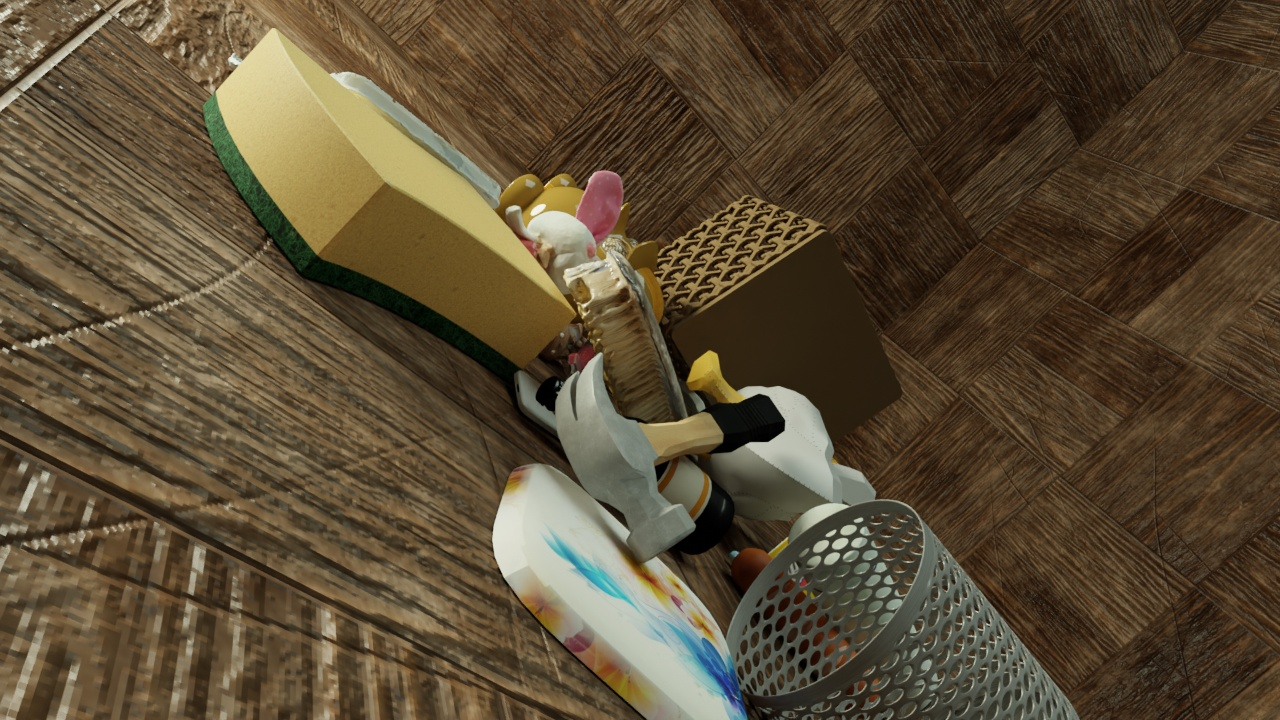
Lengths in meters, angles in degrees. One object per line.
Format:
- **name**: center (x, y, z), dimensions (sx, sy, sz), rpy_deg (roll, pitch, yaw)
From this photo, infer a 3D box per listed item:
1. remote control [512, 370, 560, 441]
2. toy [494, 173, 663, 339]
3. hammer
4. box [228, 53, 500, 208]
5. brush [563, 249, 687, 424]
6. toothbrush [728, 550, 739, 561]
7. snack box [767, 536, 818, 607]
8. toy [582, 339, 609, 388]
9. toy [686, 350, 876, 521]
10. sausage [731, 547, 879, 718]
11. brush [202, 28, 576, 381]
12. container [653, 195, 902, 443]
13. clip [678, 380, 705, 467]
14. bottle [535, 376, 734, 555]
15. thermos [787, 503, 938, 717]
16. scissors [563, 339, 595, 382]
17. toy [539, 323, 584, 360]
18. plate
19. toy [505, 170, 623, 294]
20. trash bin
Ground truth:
- **remote control**: center (-0.048, 0.059, 0.728), dimensions (0.146, 0.008, 0.045), rpy_deg (40, 21, -38)
- **toy**: center (-0.058, -0.105, 1.003), dimensions (0.203, 0.163, 0.198), rpy_deg (45, 28, 13)
- **hammer**: center (0.043, 0.055, 0.691), dimensions (0.131, 0.039, 0.327), rpy_deg (57, 22, 14)
- **box**: center (-0.246, -0.198, 0.822), dimensions (0.193, 0.061, 0.209), rpy_deg (15, -11, 29)
- **brush**: center (-0.005, 0.005, 0.792), dimensions (0.271, 0.056, 0.083), rpy_deg (70, -5, -58)
- **toothbrush**: center (0.132, 0.229, 0.811), dimensions (0.155, 0.022, 0.016), rpy_deg (47, -35, 13)
- **snack box**: center (0.163, 0.201, 0.876), dimensions (0.061, 0.084, 0.105), rpy_deg (50, 7, 26)
- **toy**: center (-0.017, 0.006, 1.073), dimensions (0.085, 0.074, 0.106), rpy_deg (34, -6, 42)
- **toy**: center (0.149, 0.108, 0.957), dimensions (0.267, 0.141, 0.246), rpy_deg (32, 3, -11)
- **sausage**: center (0.137, 0.224, 0.766), dimensions (0.164, 0.039, 0.044), rpy_deg (48, 4, 21)
- **brush**: center (-0.176, -0.105, 0.667), dimensions (0.195, 0.075, 0.250), rpy_deg (50, 8, 32)
- **container**: center (0.142, -0.028, 1.141), dimensions (0.252, 0.219, 0.214), rpy_deg (59, -5, -26)
- **clip**: center (0.063, 0.091, 1.071), dimensions (0.124, 0.074, 0.144), rpy_deg (49, 2, 44)
- **bottle**: center (-0.007, 0.075, 0.692), dimensions (0.181, 0.059, 0.059), rpy_deg (43, 8, -24)
- **thermos**: center (0.197, 0.221, 0.797), dimensions (0.230, 0.068, 0.068), rpy_deg (60, -2, -32)
- **scissors**: center (-0.057, 0.012, 0.829), dimensions (0.188, 0.015, 0.146), rpy_deg (64, 22, -67)
- **toy**: center (-0.079, -0.021, 0.910), dimensions (0.055, 0.041, 0.101), rpy_deg (28, 4, 29)
- **plate**: center (-0.005, 0.136, 0.523), dimensions (0.187, 0.016, 0.187), rpy_deg (44, 7, -10)
- **toy**: center (-0.089, -0.100, 0.873), dimensions (0.193, 0.159, 0.084), rpy_deg (-8, 11, -38)
- **trash bin**: center (0.173, 0.210, 0.595), dimensions (0.183, 0.156, 0.156), rpy_deg (47, 7, -11)
